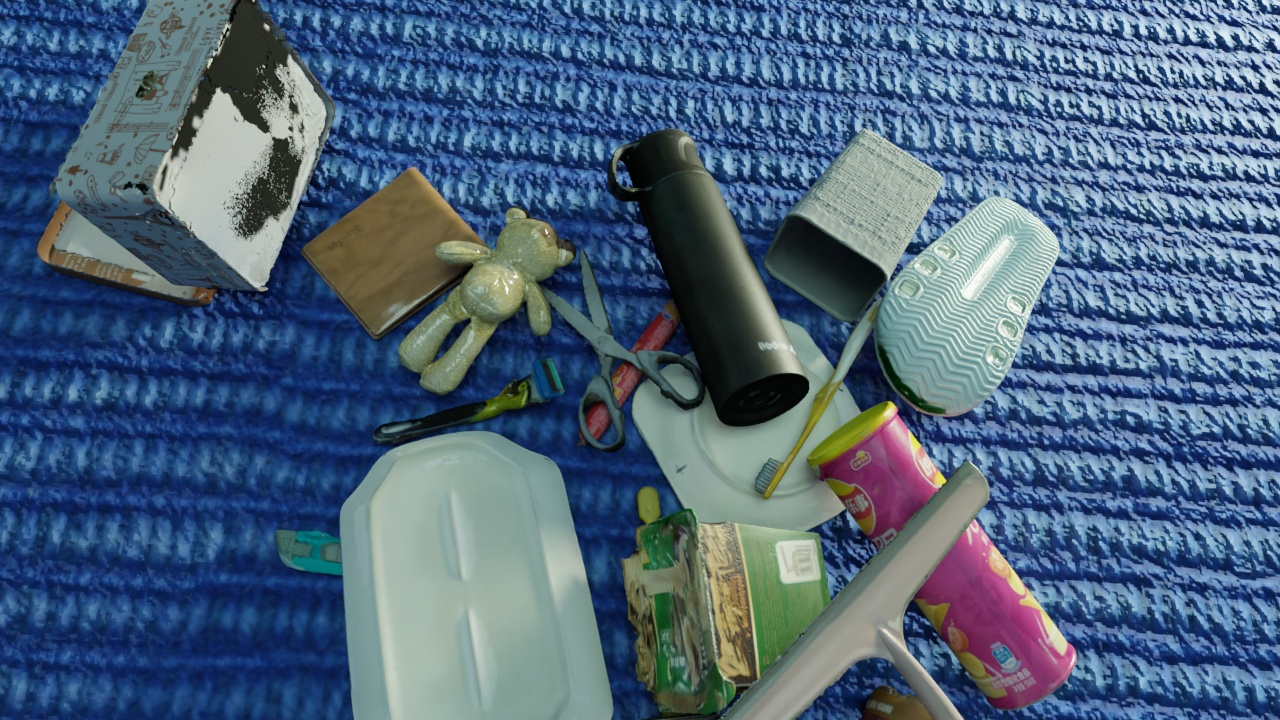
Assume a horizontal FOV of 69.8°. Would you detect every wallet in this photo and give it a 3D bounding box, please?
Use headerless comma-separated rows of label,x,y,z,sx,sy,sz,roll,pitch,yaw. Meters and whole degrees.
wallet,-0.191,-0.085,0.720,0.115,0.020,0.101,-40,77,-15

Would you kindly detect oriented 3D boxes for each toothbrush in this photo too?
toothbrush,0.015,0.183,0.642,0.015,0.017,0.190,-4,71,-9
toothbrush,0.134,0.023,0.677,0.018,0.016,0.191,30,67,13

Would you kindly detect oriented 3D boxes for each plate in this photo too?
plate,0.092,0.051,0.689,0.163,0.034,0.164,-28,75,-16
plate,-0.113,0.156,0.598,0.162,0.034,0.265,-10,59,-9

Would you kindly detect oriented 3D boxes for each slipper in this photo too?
slipper,0.253,-0.046,0.725,0.104,0.074,0.244,38,54,9

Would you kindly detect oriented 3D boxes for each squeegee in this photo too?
squeegee,0.192,0.234,0.559,0.247,0.040,0.249,-40,107,-21

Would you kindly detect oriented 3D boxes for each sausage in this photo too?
sausage,-0.004,0.004,0.705,0.020,0.020,0.155,33,69,6

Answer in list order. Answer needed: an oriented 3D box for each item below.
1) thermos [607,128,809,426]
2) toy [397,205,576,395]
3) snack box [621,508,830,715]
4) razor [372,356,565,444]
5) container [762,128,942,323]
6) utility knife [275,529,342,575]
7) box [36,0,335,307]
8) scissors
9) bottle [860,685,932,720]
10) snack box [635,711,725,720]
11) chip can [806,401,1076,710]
thermos,0.040,-0.068,0.686,0.089,0.069,0.242,-4,56,-26
toy,-0.117,-0.044,0.692,0.105,0.066,0.157,38,77,1
snack box,0.062,0.158,0.595,0.105,0.118,0.118,-1,73,-25
razor,-0.126,0.037,0.678,0.142,0.022,0.042,-18,42,-9
container,0.171,-0.110,0.730,0.090,0.090,0.114,35,67,7
utility knife,-0.178,0.139,0.639,0.157,0.013,0.029,7,69,-3
box,-0.353,-0.153,0.670,0.193,0.156,0.182,5,65,14
scissors,-0.024,-0.009,0.692,0.159,0.014,0.175,10,66,11
bottle,0.145,0.302,0.587,0.057,0.057,0.174,28,69,5
snack box,0.016,0.283,0.571,0.126,0.053,0.113,-7,71,4
chip can,0.206,0.132,0.631,0.071,0.071,0.210,-36,87,-17
